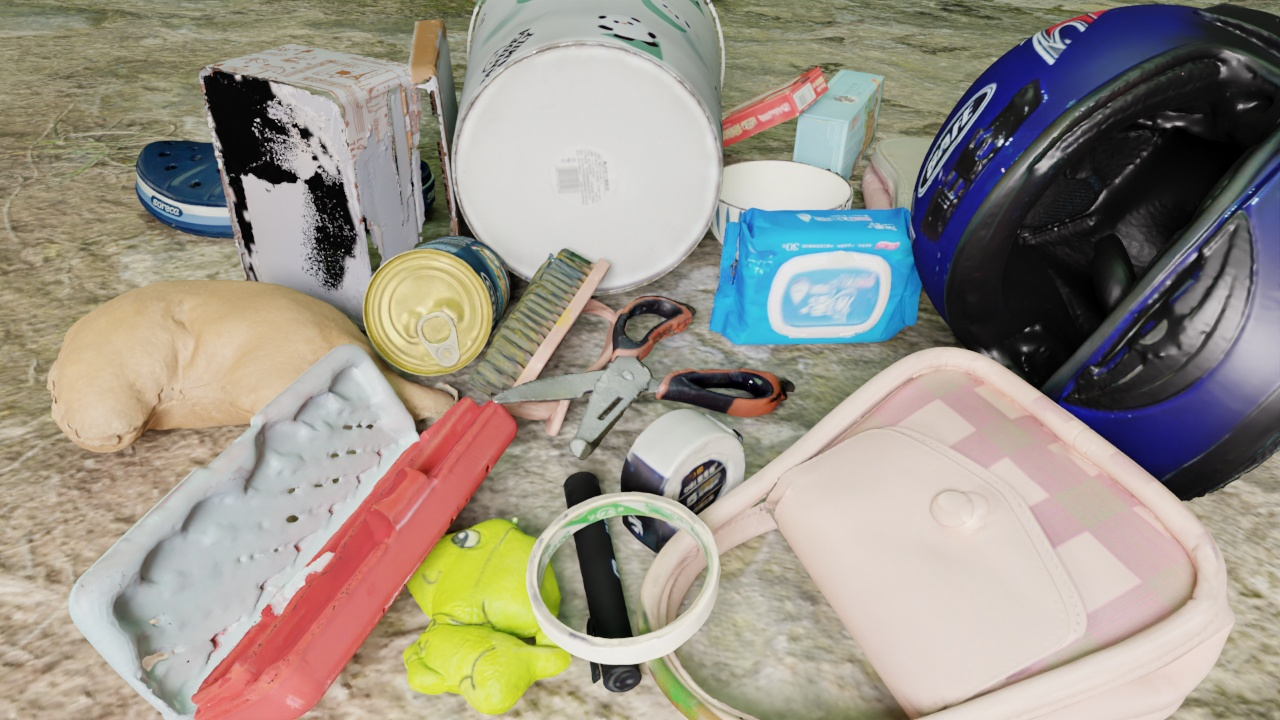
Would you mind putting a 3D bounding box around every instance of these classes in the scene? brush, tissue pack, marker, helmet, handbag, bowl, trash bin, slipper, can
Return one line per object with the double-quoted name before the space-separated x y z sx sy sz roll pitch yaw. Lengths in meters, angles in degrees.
"brush" -0.055 -0.010 0.592 0.073 0.063 0.145 34 36 -6
"tissue pack" 0.129 -0.057 0.638 0.157 0.095 0.052 -2 35 -10
"marker" -0.022 0.104 0.453 0.022 0.020 0.132 0 34 -13
"helmet" 0.277 -0.078 0.526 0.240 0.248 0.314 41 36 21
"handbag" 0.112 0.101 0.423 0.234 0.093 0.193 -20 38 -11
"bowl" 0.110 -0.112 0.746 0.116 0.066 0.116 0 33 0
"trash bin" -0.036 -0.191 0.713 0.229 0.230 0.251 0 34 -2
"slipper" -0.305 -0.163 0.784 0.252 0.095 0.105 2 31 -6
"slipper" 0.254 -0.137 0.800 0.114 0.054 0.273 6 31 6
"can" -0.125 -0.039 0.586 0.075 0.075 0.111 1 12 -2

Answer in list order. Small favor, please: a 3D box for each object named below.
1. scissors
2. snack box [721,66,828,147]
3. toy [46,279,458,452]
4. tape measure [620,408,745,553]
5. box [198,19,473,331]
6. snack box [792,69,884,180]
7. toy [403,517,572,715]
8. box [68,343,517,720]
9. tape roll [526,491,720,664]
"scissors" 0.006 0.006 0.556 0.225 0.015 0.189 9 30 -24
"snack box" 0.102 -0.236 0.896 0.153 0.025 0.075 -14 22 43
"toy" -0.227 0.000 0.555 0.225 0.083 0.143 -3 40 -15
"tape measure" 0.023 0.059 0.479 0.065 0.066 0.033 -23 40 -33
"box" -0.186 -0.148 0.681 0.154 0.183 0.184 16 36 20
"snack box" 0.201 -0.234 0.927 0.052 0.074 0.174 15 36 18
"toy" -0.071 0.114 0.424 0.097 0.031 0.099 12 39 15
"box" -0.152 0.065 0.428 0.095 0.101 0.200 -32 16 34
"tape roll" -0.008 0.094 0.409 0.086 0.014 0.085 -5 40 4
